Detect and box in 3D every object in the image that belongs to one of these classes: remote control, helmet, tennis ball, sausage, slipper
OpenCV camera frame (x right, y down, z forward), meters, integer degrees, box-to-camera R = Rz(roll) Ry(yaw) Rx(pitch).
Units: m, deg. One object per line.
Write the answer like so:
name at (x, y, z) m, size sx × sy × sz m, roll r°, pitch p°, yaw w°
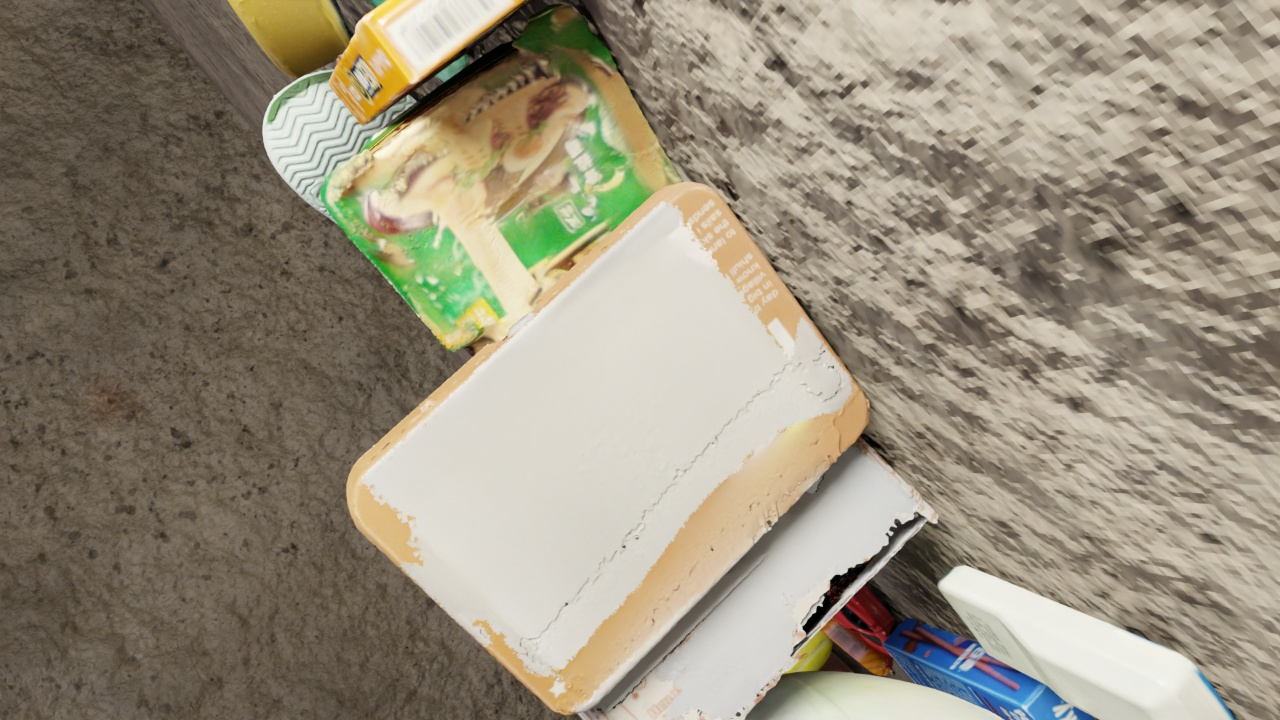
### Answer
remote control at (0.172, 0.119, 0.367) m, size 0.049 × 0.024 × 0.125 m, roll 52°, pitch 169°, yaw -13°
helmet at (0.111, 0.225, 0.435) m, size 0.229 × 0.145 × 0.259 m, roll 9°, pitch 160°, yaw -5°
tennis ball at (0.135, 0.243, 0.804) m, size 0.065 × 0.065 × 0.065 m, roll 46°, pitch 169°, yaw 12°
sausage at (0.148, 0.207, 0.750) m, size 0.165 × 0.021 × 0.021 m, roll 33°, pitch 161°, yaw 54°
slipper at (-0.194, -0.137, 0.702) m, size 0.074 × 0.104 × 0.245 m, roll 45°, pitch 175°, yaw 26°

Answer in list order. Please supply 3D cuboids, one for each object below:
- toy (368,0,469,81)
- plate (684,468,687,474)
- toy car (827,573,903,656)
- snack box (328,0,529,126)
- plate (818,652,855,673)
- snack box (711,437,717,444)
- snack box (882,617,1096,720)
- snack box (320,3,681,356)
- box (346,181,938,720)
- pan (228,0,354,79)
toy at (-0.116, -0.174, 0.459) m, size 0.092 × 0.030 × 0.096 m, roll 56°, pitch 169°, yaw -20°
plate at (0.036, 0.134, 0.814) m, size 0.229 × 0.028 × 0.230 m, roll 47°, pitch 167°, yaw 14°
toy car at (0.141, 0.161, 0.603) m, size 0.106 × 0.031 × 0.049 m, roll 47°, pitch 170°, yaw 0°
snack box at (-0.077, -0.127, 0.351) m, size 0.026 × 0.075 × 0.154 m, roll 54°, pitch 168°, yaw -20°
plate at (0.146, 0.297, 0.849) m, size 0.192 × 0.039 × 0.192 m, roll 24°, pitch -167°, yaw -6°
snack box at (-0.003, 0.003, 0.573) m, size 0.140 × 0.033 × 0.087 m, roll 43°, pitch 168°, yaw -15°
snack box at (0.198, 0.191, 0.498) m, size 0.084 × 0.026 × 0.157 m, roll 49°, pitch 169°, yaw -1°
snack box at (-0.062, -0.077, 0.397) m, size 0.117 × 0.118 × 0.105 m, roll 56°, pitch 177°, yaw -33°
box at (0.021, 0.076, 0.399) m, size 0.136 × 0.179 × 0.269 m, roll 39°, pitch 167°, yaw 40°
pan at (-0.152, -0.200, 0.361) m, size 0.198 × 0.078 × 0.357 m, roll 66°, pitch 173°, yaw -34°
